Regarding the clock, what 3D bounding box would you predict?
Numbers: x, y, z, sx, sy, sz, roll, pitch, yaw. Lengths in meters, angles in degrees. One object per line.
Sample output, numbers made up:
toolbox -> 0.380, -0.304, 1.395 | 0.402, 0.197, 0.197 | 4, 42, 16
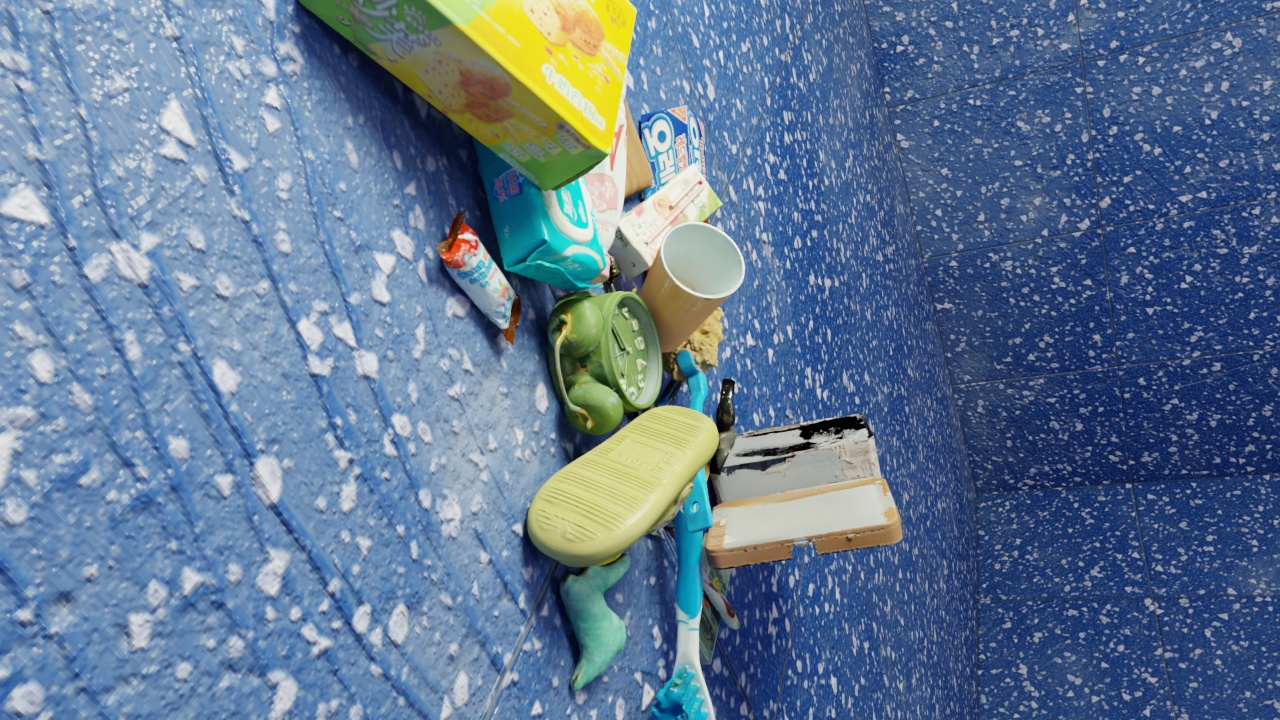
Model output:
clock -> -0.033, -0.001, 0.770 | 0.160, 0.056, 0.116 | -30, 109, -63

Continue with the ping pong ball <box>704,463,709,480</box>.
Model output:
ping pong ball -> 0.050, 0.112, 0.928 | 0.040, 0.040, 0.040 | 30, 56, -59

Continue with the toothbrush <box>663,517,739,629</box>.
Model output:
toothbrush -> 0.061, 0.207, 0.911 | 0.187, 0.017, 0.016 | 59, 34, -28

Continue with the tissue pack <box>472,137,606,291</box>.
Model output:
tissue pack -> -0.074, -0.119, 0.703 | 0.093, 0.050, 0.133 | 11, 61, -63

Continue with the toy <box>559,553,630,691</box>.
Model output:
toy -> -0.034, 0.199, 0.729 | 0.096, 0.030, 0.092 | -34, 113, -42

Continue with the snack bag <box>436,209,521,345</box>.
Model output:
snack bag -> -0.113, -0.058, 0.654 | 0.105, 0.026, 0.045 | 58, 27, -46

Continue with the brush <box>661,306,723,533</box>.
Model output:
brush -> 0.049, 0.043, 0.875 | 0.046, 0.083, 0.254 | 38, 40, -42

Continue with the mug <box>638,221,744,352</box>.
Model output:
mug -> 0.035, -0.061, 0.838 | 0.123, 0.078, 0.078 | 126, -24, -57

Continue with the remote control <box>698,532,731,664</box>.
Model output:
remote control -> 0.071, 0.245, 0.957 | 0.056, 0.019, 0.134 | 64, 30, -32

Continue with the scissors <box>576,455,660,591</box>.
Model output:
scissors -> -0.020, 0.136, 0.809 | 0.162, 0.012, 0.174 | -75, 147, -43

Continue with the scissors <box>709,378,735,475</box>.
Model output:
scissors -> 0.094, 0.044, 0.980 | 0.234, 0.022, 0.149 | -72, 169, -61

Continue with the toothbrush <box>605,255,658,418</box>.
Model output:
toothbrush -> -0.005, 0.005, 0.859 | 0.026, 0.027, 0.212 | -18, 97, -34

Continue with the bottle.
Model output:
bottle -> -0.046, -0.165, 0.786 | 0.068, 0.068, 0.196 | 21, 67, -62

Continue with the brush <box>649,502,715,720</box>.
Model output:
brush -> 0.038, 0.277, 0.824 | 0.109, 0.061, 0.314 | -12, 99, -71

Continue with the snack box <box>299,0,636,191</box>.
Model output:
snack box -> -0.102, -0.239, 0.619 | 0.210, 0.070, 0.157 | 35, 50, -36

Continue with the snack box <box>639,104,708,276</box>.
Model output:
snack box -> 0.037, -0.163, 0.966 | 0.057, 0.058, 0.207 | 26, 59, -64

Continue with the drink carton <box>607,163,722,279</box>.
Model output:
drink carton -> 0.022, -0.135, 0.877 | 0.122, 0.046, 0.053 | -43, 102, -31

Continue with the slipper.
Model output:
slipper -> -0.004, 0.109, 0.728 | 0.190, 0.092, 0.082 | -39, 133, -39

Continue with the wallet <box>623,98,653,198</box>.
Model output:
wallet -> -0.028, -0.214, 0.892 | 0.101, 0.020, 0.115 | -41, 117, -60

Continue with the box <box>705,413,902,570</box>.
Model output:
box -> 0.160, 0.133, 0.933 | 0.259, 0.177, 0.082 | -52, 130, -76

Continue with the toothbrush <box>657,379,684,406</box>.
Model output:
toothbrush -> 0.043, 0.019, 0.976 | 0.189, 0.014, 0.016 | -55, 155, -54
